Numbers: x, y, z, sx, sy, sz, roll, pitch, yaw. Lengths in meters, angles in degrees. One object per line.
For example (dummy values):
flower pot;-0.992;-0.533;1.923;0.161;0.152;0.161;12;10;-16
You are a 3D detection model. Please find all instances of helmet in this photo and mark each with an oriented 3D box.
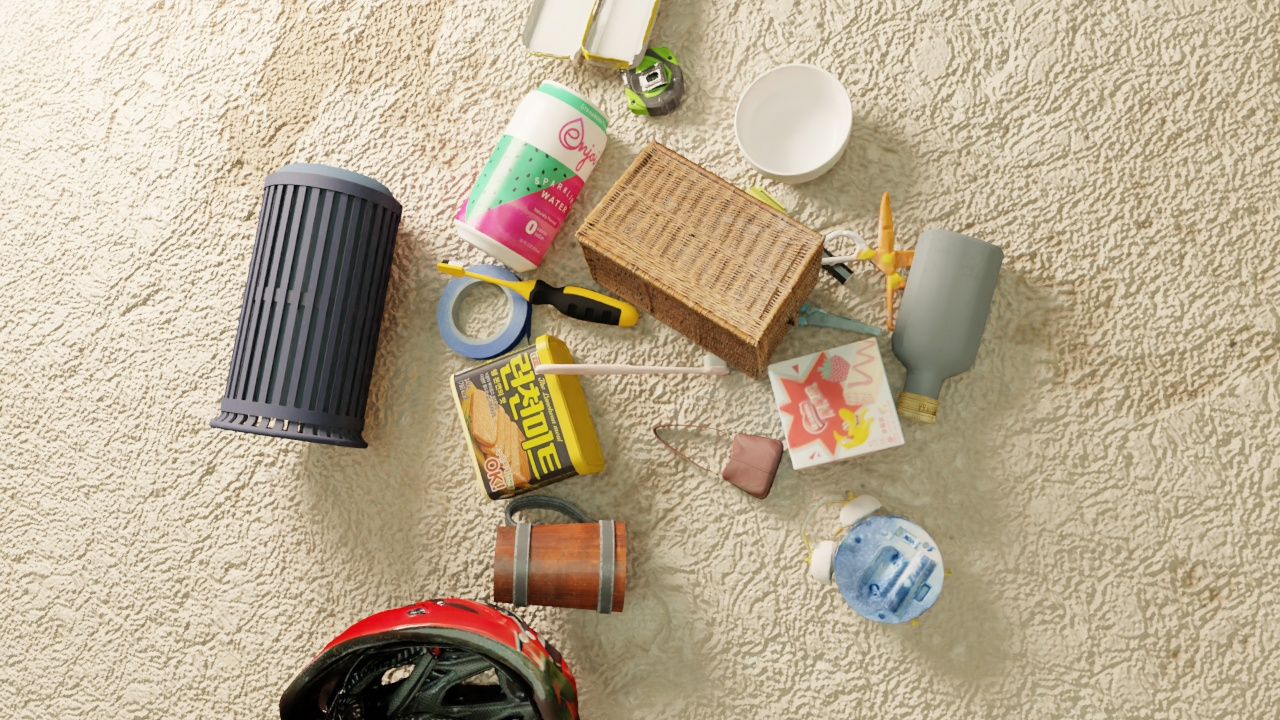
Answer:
helmet;-0.169;0.306;0.779;0.272;0.166;0.217;-21;95;18

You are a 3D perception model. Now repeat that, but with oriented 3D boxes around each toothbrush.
toothbrush;-0.097;-0.064;0.867;0.197;0.031;0.030;15;46;1
toothbrush;-0.005;0.005;0.822;0.181;0.016;0.018;-1;76;-18

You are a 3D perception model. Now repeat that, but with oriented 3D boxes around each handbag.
handbag;0.067;0.081;0.836;0.120;0.029;0.055;18;89;18

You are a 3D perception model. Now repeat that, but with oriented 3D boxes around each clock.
clock;0.198;0.167;0.784;0.125;0.052;0.089;35;92;13

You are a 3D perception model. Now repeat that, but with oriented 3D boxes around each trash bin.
trash bin;-0.308;-0.050;0.867;0.139;0.139;0.249;7;83;12

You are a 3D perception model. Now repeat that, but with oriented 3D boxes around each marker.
marker;0.146;-0.116;0.845;0.124;0.017;0.021;42;93;11

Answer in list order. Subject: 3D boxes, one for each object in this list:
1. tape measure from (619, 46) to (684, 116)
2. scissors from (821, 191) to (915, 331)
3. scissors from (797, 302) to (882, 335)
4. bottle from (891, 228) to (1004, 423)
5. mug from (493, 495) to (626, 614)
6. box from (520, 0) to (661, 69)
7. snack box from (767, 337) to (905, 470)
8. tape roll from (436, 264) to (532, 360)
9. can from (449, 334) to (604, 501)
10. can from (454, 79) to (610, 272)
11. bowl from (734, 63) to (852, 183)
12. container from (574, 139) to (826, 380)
tape measure;0.011;-0.269;0.879;0.059;0.036;0.065;-18;80;8
scissors;0.217;-0.088;0.820;0.128;0.011;0.125;0;90;-3
scissors;0.153;-0.041;0.837;0.137;0.015;0.056;14;84;17
bottle;0.257;-0.027;0.793;0.072;0.046;0.161;16;89;-6
mug;-0.072;0.169;0.822;0.111;0.082;0.117;2;39;-5
box;-0.033;-0.382;0.893;0.127;0.023;0.209;12;77;19
snack box;0.167;0.040;0.791;0.095;0.079;0.093;-15;81;10
tape roll;-0.152;-0.047;0.896;0.093;0.016;0.091;-10;82;10
can;-0.105;0.056;0.848;0.101;0.072;0.130;-20;80;11
can;-0.101;-0.171;0.863;0.088;0.088;0.166;30;90;13
bowl;0.141;-0.211;0.838;0.105;0.054;0.105;-2;83;13
container;0.055;-0.086;0.802;0.198;0.114;0.112;33;81;15
